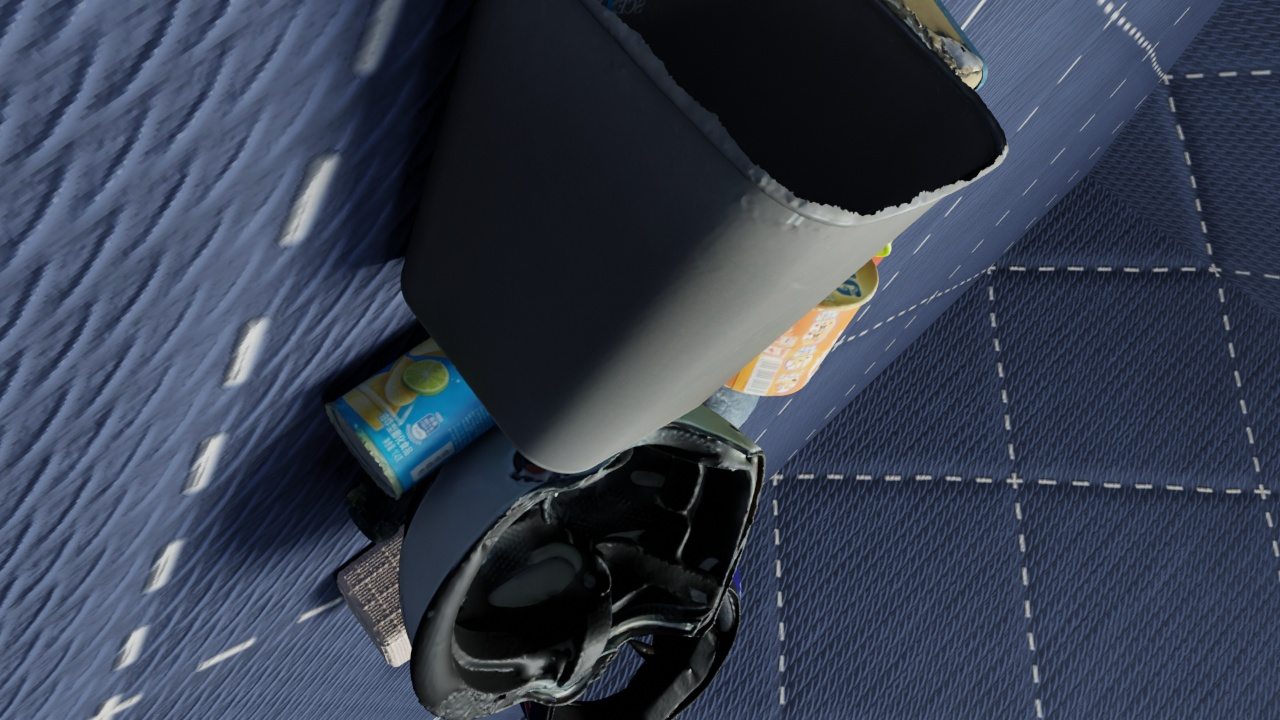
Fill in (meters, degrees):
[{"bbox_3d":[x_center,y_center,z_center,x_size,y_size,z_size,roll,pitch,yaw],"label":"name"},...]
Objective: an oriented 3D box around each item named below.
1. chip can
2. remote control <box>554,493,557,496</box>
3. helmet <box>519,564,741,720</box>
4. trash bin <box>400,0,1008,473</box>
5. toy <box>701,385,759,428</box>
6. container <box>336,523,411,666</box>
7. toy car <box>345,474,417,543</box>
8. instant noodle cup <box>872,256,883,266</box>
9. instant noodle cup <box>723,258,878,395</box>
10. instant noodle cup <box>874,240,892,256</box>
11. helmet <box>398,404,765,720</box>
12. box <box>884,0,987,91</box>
[{"bbox_3d":[-0.087,-0.005,0.573,0.209,0.071,0.071,-37,162,-23],"label":"chip can"},{"bbox_3d":[-0.053,0.079,0.940,0.150,0.021,0.058,-47,155,3],"label":"remote control"},{"bbox_3d":[-0.033,0.274,1.065,0.247,0.240,0.316,25,105,-33],"label":"helmet"},{"bbox_3d":[0.007,-0.080,0.437,0.198,0.198,0.220,-26,162,-45],"label":"trash bin"},{"bbox_3d":[0.080,0.036,1.017,0.138,0.091,0.355,-55,175,12],"label":"toy"},{"bbox_3d":[-0.186,0.188,0.774,0.110,0.090,0.090,-33,161,-25],"label":"container"},{"bbox_3d":[-0.170,0.088,0.643,0.091,0.043,0.034,-53,160,22],"label":"toy car"},{"bbox_3d":[0.200,-0.108,1.010,0.165,0.079,0.188,-51,161,14],"label":"instant noodle cup"},{"bbox_3d":[0.105,-0.049,0.764,0.151,0.151,0.112,-30,149,-42],"label":"instant noodle cup"},{"bbox_3d":[0.222,-0.179,0.861,0.123,0.112,0.111,-53,164,-3],"label":"instant noodle cup"},{"bbox_3d":[-0.053,0.108,0.636,0.273,0.157,0.230,-18,133,-27],"label":"helmet"},{"bbox_3d":[0.146,-0.173,0.650,0.061,0.090,0.185,-29,175,-39],"label":"box"}]
